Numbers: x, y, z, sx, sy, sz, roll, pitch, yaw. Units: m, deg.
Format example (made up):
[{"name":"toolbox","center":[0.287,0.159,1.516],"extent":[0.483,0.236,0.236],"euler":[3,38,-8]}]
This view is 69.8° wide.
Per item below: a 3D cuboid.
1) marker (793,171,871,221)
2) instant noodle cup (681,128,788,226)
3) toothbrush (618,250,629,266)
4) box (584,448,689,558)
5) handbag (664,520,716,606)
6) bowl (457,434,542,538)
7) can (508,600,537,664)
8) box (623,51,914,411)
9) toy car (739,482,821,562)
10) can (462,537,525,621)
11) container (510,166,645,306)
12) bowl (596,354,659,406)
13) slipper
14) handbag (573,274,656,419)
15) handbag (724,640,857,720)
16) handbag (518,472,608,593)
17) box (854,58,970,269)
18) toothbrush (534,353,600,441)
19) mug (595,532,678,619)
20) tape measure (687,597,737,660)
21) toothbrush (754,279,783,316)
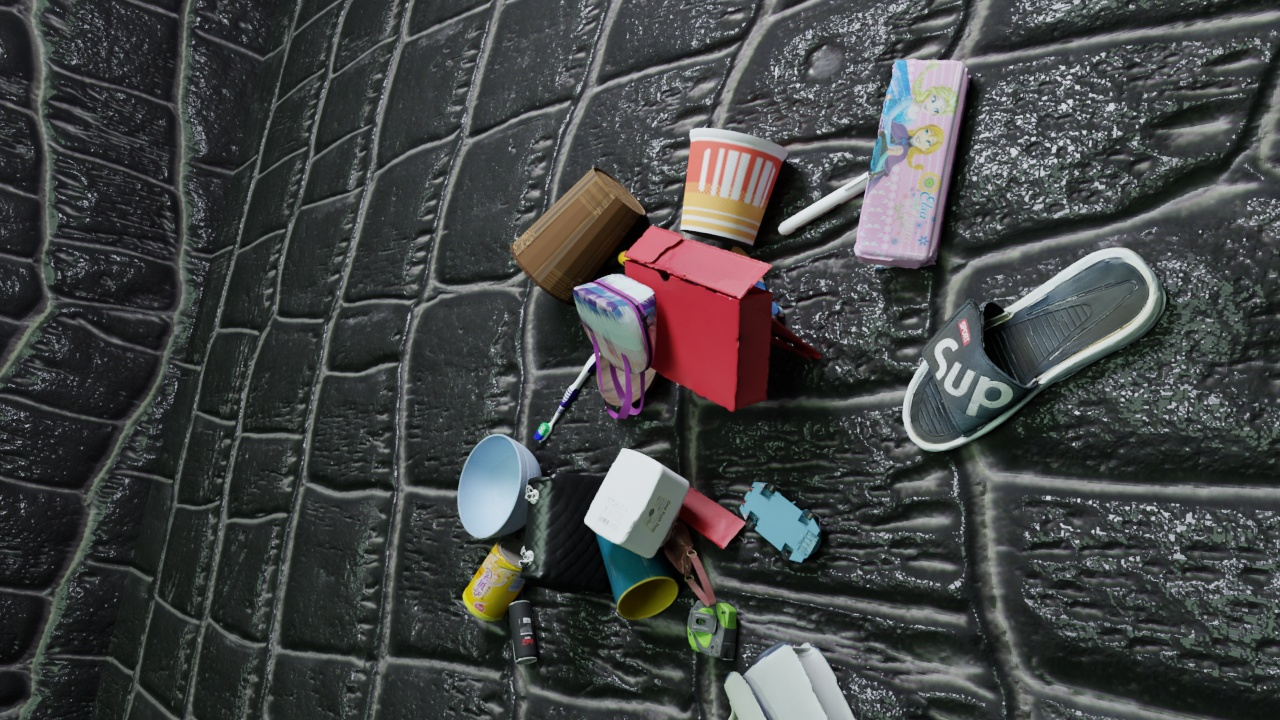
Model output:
[{"name":"marker","center":[0.217,-0.184,1.087],"extent":[0.134,0.020,0.017],"euler":[-28,60,37]},{"name":"instant noodle cup","center":[0.109,-0.212,1.146],"extent":[0.123,0.123,0.121],"euler":[17,96,48]},{"name":"toothbrush","center":[0.040,-0.131,1.249],"extent":[0.197,0.031,0.031],"euler":[13,94,44]},{"name":"box","center":[0.010,0.179,1.093],"extent":[0.102,0.102,0.108],"euler":[15,72,58]},{"name":"handbag","center":[0.061,0.242,1.063],"extent":[0.119,0.029,0.055],"euler":[-125,32,-55]},{"name":"bowl","center":[-0.194,0.189,1.342],"extent":[0.151,0.074,0.150],"euler":[-20,62,41]},{"name":"can","center":[-0.163,0.377,1.272],"extent":[0.032,0.031,0.080],"euler":[-35,53,33]},{"name":"box","center":[0.119,-0.165,1.048],"extent":[0.213,0.127,0.425],"euler":[27,94,49]},{"name":"toy car","center":[0.158,0.177,1.010],"extent":[0.108,0.027,0.060],"euler":[37,103,47]},{"name":"can","center":[-0.201,0.313,1.309],"extent":[0.105,0.067,0.067],"euler":[-57,44,14]},{"name":"container","center":[-0.085,-0.185,1.333],"extent":[0.167,0.132,0.132],"euler":[-46,47,17]},{"name":"bowl","center":[-0.007,0.007,1.244],"extent":[0.120,0.032,0.119],"euler":[-19,63,41]},{"name":"slipper","center":[0.347,-0.013,0.859],"extent":[0.265,0.063,0.111],"euler":[-35,52,30]},{"name":"handbag","center":[-0.026,-0.008,1.094],"extent":[0.145,0.067,0.170],"euler":[31,134,48]},{"name":"handbag","center":[0.130,0.389,0.928],"extent":[0.176,0.074,0.151],"euler":[-46,47,26]},{"name":"handbag","center":[-0.112,0.224,1.204],"extent":[0.115,0.125,0.153],"euler":[-9,69,44]},{"name":"box","center":[0.299,-0.210,1.001],"extent":[0.085,0.063,0.230],"euler":[10,81,22]},{"name":"toothbrush","center":[-0.101,0.047,1.340],"extent":[0.187,0.016,0.015],"euler":[-54,44,18]},{"name":"mug","center":[-0.011,0.246,1.132],"extent":[0.078,0.078,0.121],"euler":[-50,41,21]},{"name":"tape measure","center":[0.079,0.302,1.042],"extent":[0.059,0.035,0.065],"euler":[-8,70,45]},{"name":"toothbrush","center":[0.144,-0.098,1.138],"extent":[0.022,0.017,0.135],"euler":[-46,45,20]}]
